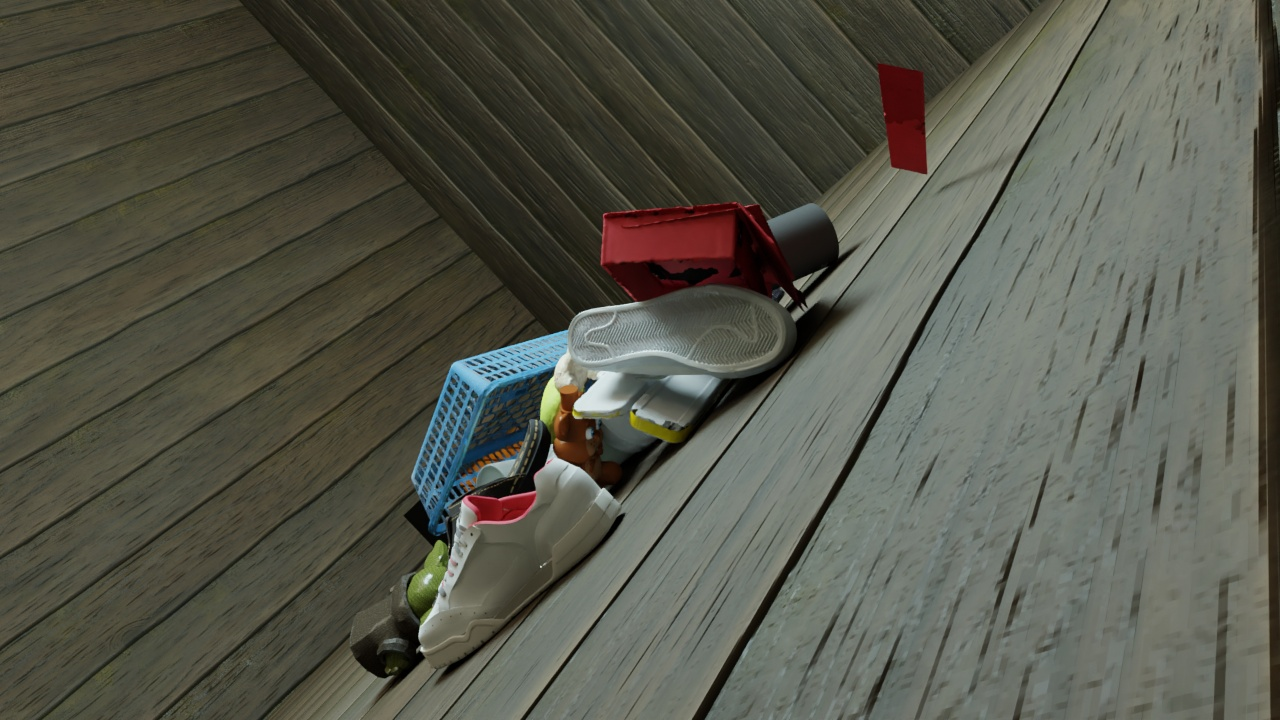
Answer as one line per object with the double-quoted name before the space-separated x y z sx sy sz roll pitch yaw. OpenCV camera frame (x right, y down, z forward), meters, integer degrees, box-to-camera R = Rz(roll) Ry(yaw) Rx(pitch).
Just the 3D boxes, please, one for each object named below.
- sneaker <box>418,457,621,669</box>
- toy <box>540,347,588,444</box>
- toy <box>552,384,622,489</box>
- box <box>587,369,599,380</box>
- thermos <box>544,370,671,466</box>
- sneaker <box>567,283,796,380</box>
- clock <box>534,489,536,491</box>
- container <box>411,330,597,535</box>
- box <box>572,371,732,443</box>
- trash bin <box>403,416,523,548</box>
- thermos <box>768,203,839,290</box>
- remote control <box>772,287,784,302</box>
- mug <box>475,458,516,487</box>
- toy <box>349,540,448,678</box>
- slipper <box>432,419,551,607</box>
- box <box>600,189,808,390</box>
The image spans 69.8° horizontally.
"sneaker" -0.133 0.173 0.827 0.237 0.104 0.090 -42 2 20
"toy" -0.083 0.032 1.022 0.092 0.046 0.115 -79 6 -62
"toy" -0.061 0.086 0.975 0.065 0.128 0.094 4 29 17
"box" -0.008 0.009 1.191 0.042 0.083 0.186 -51 -16 26
"thermos" -0.054 0.094 1.102 0.221 0.099 0.099 -46 0 44
"sneaker" 0.049 -0.024 0.902 0.243 0.089 0.090 -2 -5 34
"clock" -0.157 0.202 1.077 0.162 0.075 0.122 -43 2 5
"container" -0.159 0.074 1.299 0.361 0.089 0.258 -20 -38 -54
"box" 0.026 0.018 0.973 0.209 0.130 0.036 -46 -40 -52
"trash bin" -0.233 0.212 1.413 0.140 0.139 0.171 -41 3 38
"thermos" 0.118 -0.111 1.120 0.240 0.082 0.082 -24 -2 -13
"remote control" 0.168 -0.078 1.261 0.015 0.032 0.136 -55 -5 31
"mug" -0.155 0.183 1.202 0.096 0.112 0.079 -7 20 -44
"toy" -0.275 0.308 1.092 0.153 0.078 0.179 -38 27 11
"slipper" -0.172 0.180 0.963 0.113 0.076 0.267 154 140 -80
"box" 0.059 -0.087 0.915 0.164 0.153 0.214 -45 -22 4
